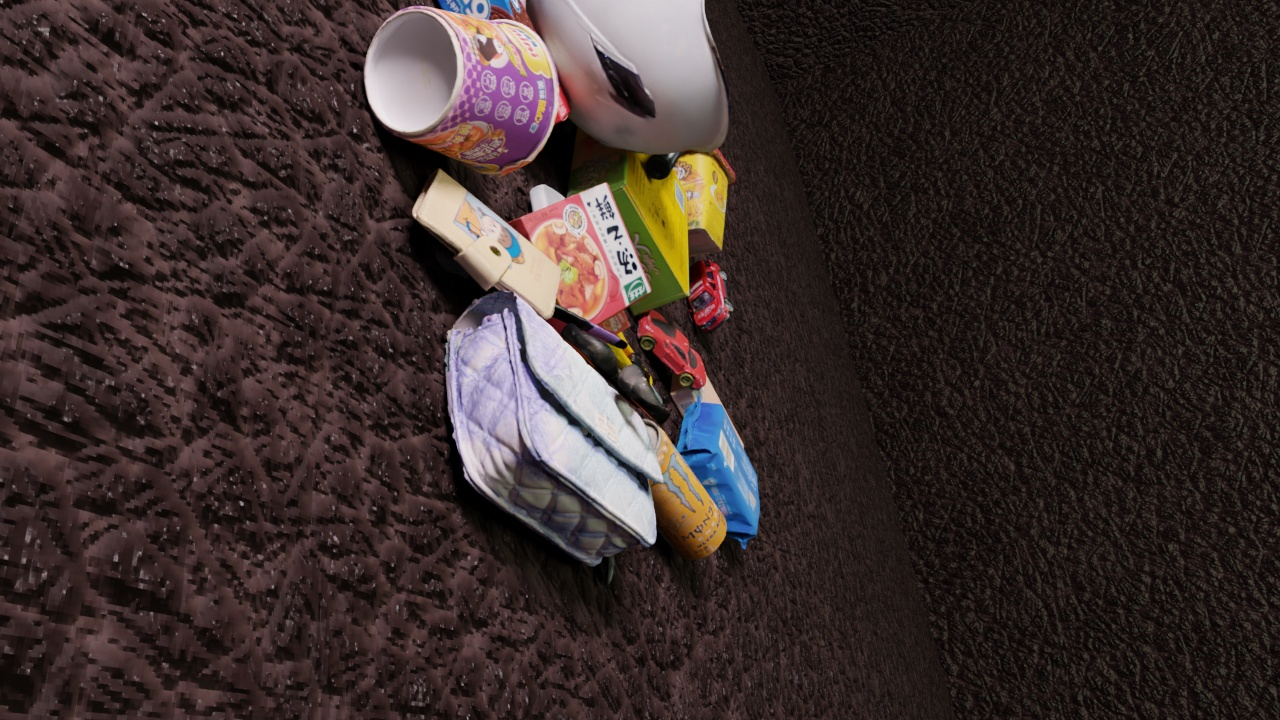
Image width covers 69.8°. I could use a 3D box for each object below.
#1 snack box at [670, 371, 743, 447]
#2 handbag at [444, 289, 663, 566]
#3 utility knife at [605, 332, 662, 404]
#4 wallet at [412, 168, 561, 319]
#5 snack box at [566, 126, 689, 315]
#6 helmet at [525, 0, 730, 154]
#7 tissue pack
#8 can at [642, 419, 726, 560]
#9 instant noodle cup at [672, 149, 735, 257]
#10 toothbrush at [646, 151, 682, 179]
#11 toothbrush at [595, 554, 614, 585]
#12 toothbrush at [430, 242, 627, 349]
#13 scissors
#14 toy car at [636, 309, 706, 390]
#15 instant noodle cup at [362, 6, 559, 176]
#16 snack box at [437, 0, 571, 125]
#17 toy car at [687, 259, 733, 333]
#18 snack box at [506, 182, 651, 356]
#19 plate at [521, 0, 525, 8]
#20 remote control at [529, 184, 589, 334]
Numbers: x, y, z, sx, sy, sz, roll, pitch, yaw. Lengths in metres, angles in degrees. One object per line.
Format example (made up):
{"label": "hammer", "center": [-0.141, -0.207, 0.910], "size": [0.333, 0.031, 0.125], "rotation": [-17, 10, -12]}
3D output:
{"label": "snack box", "center": [0.081, 0.071, 1.081], "size": [0.157, 0.026, 0.084], "rotation": [61, 20, -27]}
{"label": "handbag", "center": [-0.051, 0.053, 0.636], "size": [0.194, 0.076, 0.134], "rotation": [48, 22, -52]}
{"label": "utility knife", "center": [-0.005, 0.005, 0.894], "size": [0.207, 0.015, 0.033], "rotation": [54, 30, -59]}
{"label": "wallet", "center": [-0.106, -0.078, 0.637], "size": [0.115, 0.024, 0.087], "rotation": [40, 20, -22]}
{"label": "snack box", "center": [-0.009, -0.175, 1.002], "size": [0.158, 0.070, 0.209], "rotation": [57, 23, -36]}
{"label": "helmet", "center": [-0.027, -0.304, 0.862], "size": [0.229, 0.145, 0.258], "rotation": [119, -47, -75]}
{"label": "tissue pack", "center": [0.085, 0.123, 1.001], "size": [0.157, 0.052, 0.094], "rotation": [62, 22, -23]}
{"label": "can", "center": [0.024, 0.118, 0.819], "size": [0.146, 0.058, 0.058], "rotation": [56, 23, -38]}
{"label": "instant noodle cup", "center": [0.057, -0.203, 1.175], "size": [0.116, 0.116, 0.123], "rotation": [37, 49, -60]}
{"label": "toothbrush", "center": [0.036, -0.241, 1.041], "size": [0.212, 0.026, 0.027], "rotation": [-68, 140, -64]}
{"label": "toothbrush", "center": [-0.031, 0.101, 0.748], "size": [0.018, 0.016, 0.180], "rotation": [64, 16, -47]}
{"label": "toothbrush", "center": [-0.076, -0.042, 0.679], "size": [0.189, 0.014, 0.016], "rotation": [27, 34, -39]}
{"label": "scissors", "center": [-0.017, 0.013, 0.760], "size": [0.162, 0.021, 0.234], "rotation": [43, -4, -13]}
{"label": "toy car", "center": [0.038, -0.011, 1.002], "size": [0.106, 0.031, 0.049], "rotation": [45, 27, -20]}
{"label": "instant noodle cup", "center": [-0.126, -0.189, 0.632], "size": [0.099, 0.112, 0.111], "rotation": [-10, 81, -65]}
{"label": "snack box", "center": [-0.132, -0.295, 0.790], "size": [0.057, 0.058, 0.207], "rotation": [-76, 142, -64]}
{"label": "toy car", "center": [0.088, -0.087, 1.225], "size": [0.045, 0.053, 0.120], "rotation": [31, 31, -30]}
{"label": "snack box", "center": [-0.049, -0.070, 0.759], "size": [0.113, 0.044, 0.127], "rotation": [-36, 107, -47]}
{"label": "plate", "center": [-0.095, -0.373, 1.005], "size": [0.192, 0.039, 0.192], "rotation": [55, 24, -40]}
{"label": "remote control", "center": [-0.070, -0.088, 0.814], "size": [0.055, 0.020, 0.136], "rotation": [17, 58, -67]}
